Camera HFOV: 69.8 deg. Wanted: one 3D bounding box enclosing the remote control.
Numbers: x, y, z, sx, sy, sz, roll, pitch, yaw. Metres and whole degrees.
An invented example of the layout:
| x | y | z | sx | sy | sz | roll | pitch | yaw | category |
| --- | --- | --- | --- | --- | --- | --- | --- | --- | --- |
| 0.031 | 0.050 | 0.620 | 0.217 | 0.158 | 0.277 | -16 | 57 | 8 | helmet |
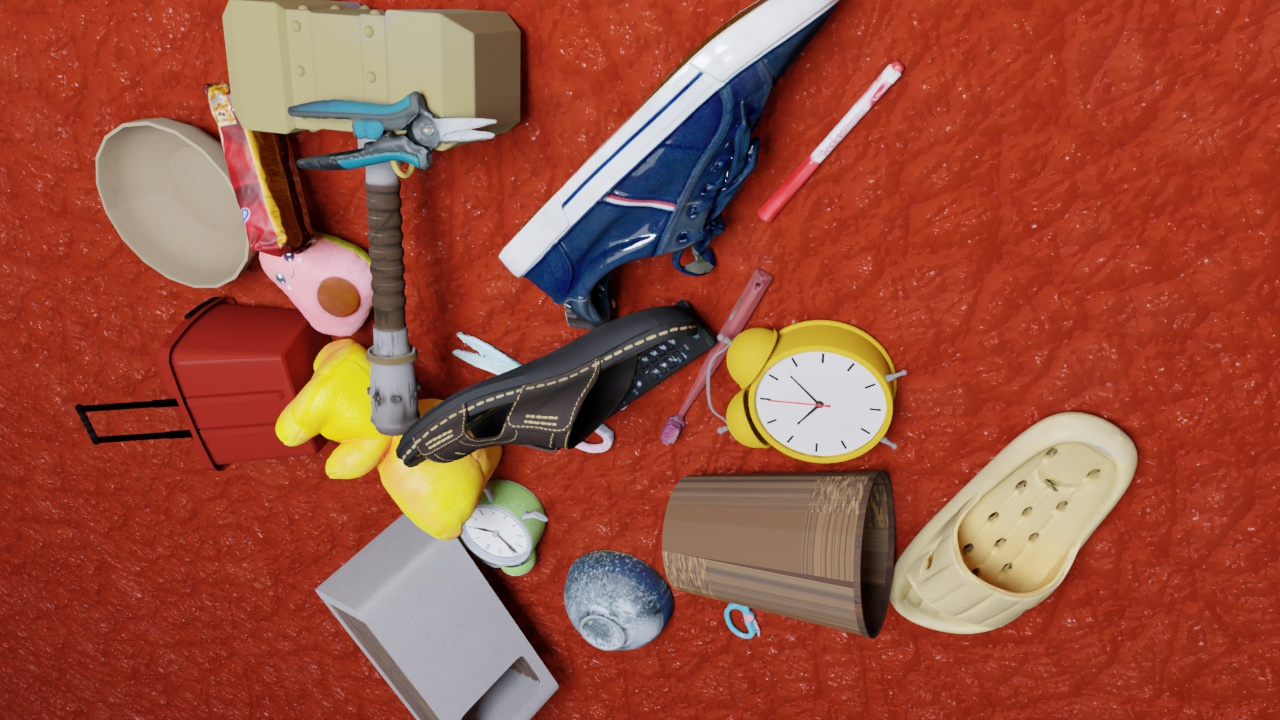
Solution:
| x | y | z | sx | sy | sz | roll | pitch | yaw | category |
| --- | --- | --- | --- | --- | --- | --- | --- | --- | --- |
| -0.005 | 0.004 | 0.766 | 0.151 | 0.022 | 0.047 | -35 | 100 | 29 | remote control |

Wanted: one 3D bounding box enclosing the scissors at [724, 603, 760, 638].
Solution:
| x | y | z | sx | sy | sz | roll | pitch | yaw | category |
| --- | --- | --- | --- | --- | --- | --- | --- | --- | --- |
| 0.118 | 0.220 | 0.874 | 0.134 | 0.015 | 0.135 | 0 | 127 | 19 | scissors |

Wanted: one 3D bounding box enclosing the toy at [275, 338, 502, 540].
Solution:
| x | y | z | sx | sy | sz | roll | pitch | yaw | category |
| --- | --- | --- | --- | --- | --- | --- | --- | --- | --- |
| -0.211 | 0.058 | 0.816 | 0.194 | 0.134 | 0.088 | 38 | 129 | -13 | toy |

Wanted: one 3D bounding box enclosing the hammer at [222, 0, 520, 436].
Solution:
| x | y | z | sx | sy | sz | roll | pitch | yaw | category |
| --- | --- | --- | --- | --- | --- | --- | --- | --- | --- |
| -0.194 | -0.094 | 0.694 | 0.190 | 0.100 | 0.325 | 9 | 113 | 15 | hammer |

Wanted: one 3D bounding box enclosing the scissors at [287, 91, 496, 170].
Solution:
| x | y | z | sx | sy | sz | roll | pitch | yaw | category |
| --- | --- | --- | --- | --- | --- | --- | --- | --- | --- |
| -0.168 | -0.152 | 0.595 | 0.142 | 0.019 | 0.128 | 41 | 117 | -2 | scissors |

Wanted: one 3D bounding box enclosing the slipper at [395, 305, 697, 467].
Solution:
| x | y | z | sx | sy | sz | roll | pitch | yaw | category |
| --- | --- | --- | --- | --- | --- | --- | --- | --- | --- |
| -0.071 | 0.035 | 0.722 | 0.268 | 0.112 | 0.075 | -24 | 87 | 17 | slipper |

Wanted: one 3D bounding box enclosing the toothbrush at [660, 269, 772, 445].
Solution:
| x | y | z | sx | sy | sz | roll | pitch | yaw | category |
| --- | --- | --- | --- | --- | --- | --- | --- | --- | --- |
| 0.058 | 0.003 | 0.753 | 0.016 | 0.016 | 0.190 | 29 | 127 | 1 | toothbrush |

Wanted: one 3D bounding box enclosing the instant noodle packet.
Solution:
| x | y | z | sx | sy | sz | roll | pitch | yaw | category |
| --- | --- | --- | --- | --- | --- | --- | --- | --- | --- |
| -0.297 | -0.148 | 0.723 | 0.039 | 0.098 | 0.135 | -14 | 99 | -6 | instant noodle packet |

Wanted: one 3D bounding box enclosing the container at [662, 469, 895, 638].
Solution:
| x | y | z | sx | sy | sz | roll | pitch | yaw | category |
| --- | --- | --- | --- | --- | --- | --- | --- | --- | --- |
| 0.115 | 0.151 | 0.766 | 0.167 | 0.131 | 0.132 | 1 | 122 | 26 | container |

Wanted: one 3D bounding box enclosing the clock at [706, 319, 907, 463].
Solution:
| x | y | z | sx | sy | sz | roll | pitch | yaw | category |
| --- | --- | --- | --- | --- | --- | --- | --- | --- | --- |
| 0.127 | 0.026 | 0.722 | 0.152 | 0.051 | 0.114 | 5 | 123 | 13 | clock |

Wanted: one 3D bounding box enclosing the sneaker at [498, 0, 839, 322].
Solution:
| x | y | z | sx | sy | sz | roll | pitch | yaw | category |
| --- | --- | --- | --- | --- | --- | --- | --- | --- | --- |
| 0.039 | -0.127 | 0.621 | 0.127 | 0.120 | 0.295 | 43 | 119 | -10 | sneaker |

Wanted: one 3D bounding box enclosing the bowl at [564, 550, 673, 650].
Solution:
| x | y | z | sx | sy | sz | roll | pitch | yaw | category |
| --- | --- | --- | --- | --- | --- | --- | --- | --- | --- |
| -0.028 | 0.253 | 0.920 | 0.114 | 0.060 | 0.114 | 9 | 125 | 13 | bowl |

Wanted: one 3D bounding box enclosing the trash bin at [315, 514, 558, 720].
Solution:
| x | y | z | sx | sy | sz | roll | pitch | yaw | category |
| --- | --- | --- | --- | --- | --- | --- | --- | --- | --- |
| -0.207 | 0.290 | 0.951 | 0.115 | 0.114 | 0.229 | 0 | 125 | 51 | trash bin |

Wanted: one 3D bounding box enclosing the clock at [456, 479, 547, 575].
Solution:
| x | y | z | sx | sy | sz | roll | pitch | yaw | category |
| --- | --- | --- | --- | --- | --- | --- | --- | --- | --- |
| -0.139 | 0.167 | 0.916 | 0.094 | 0.042 | 0.120 | 30 | 126 | 1 | clock |

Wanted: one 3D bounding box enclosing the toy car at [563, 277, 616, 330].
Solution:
| x | y | z | sx | sy | sz | roll | pitch | yaw | category |
| --- | --- | --- | --- | --- | --- | --- | --- | --- | --- |
| -0.044 | -0.065 | 0.734 | 0.040 | 0.037 | 0.092 | 8 | 124 | 15 | toy car |

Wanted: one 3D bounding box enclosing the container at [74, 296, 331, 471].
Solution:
| x | y | z | sx | sy | sz | roll | pitch | yaw | category |
| --- | --- | --- | --- | --- | --- | --- | --- | --- | --- |
| -0.398 | 0.024 | 0.867 | 0.201 | 0.126 | 0.148 | -1 | 122 | 9 | container |

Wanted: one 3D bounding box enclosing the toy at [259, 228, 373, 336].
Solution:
| x | y | z | sx | sy | sz | roll | pitch | yaw | category |
| --- | --- | --- | --- | --- | --- | --- | --- | --- | --- |
| -0.284 | -0.075 | 0.808 | 0.110 | 0.051 | 0.090 | 34 | 121 | 0 | toy |

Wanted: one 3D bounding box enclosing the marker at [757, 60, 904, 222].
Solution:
| x | y | z | sx | sy | sz | roll | pitch | yaw | category |
| --- | --- | --- | --- | --- | --- | --- | --- | --- | --- |
| 0.129 | -0.148 | 0.633 | 0.013 | 0.012 | 0.143 | 38 | 126 | -6 | marker |

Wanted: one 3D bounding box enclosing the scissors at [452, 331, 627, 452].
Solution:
| x | y | z | sx | sy | sz | roll | pitch | yaw | category |
| --- | --- | --- | --- | --- | --- | --- | --- | --- | --- |
| -0.098 | 0.030 | 0.830 | 0.179 | 0.016 | 0.103 | 17 | 124 | 8 | scissors |

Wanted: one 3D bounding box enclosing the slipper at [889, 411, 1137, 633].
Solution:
| x | y | z | sx | sy | sz | roll | pitch | yaw | category |
| --- | --- | --- | --- | --- | --- | --- | --- | --- | --- |
| 0.293 | 0.153 | 0.727 | 0.111 | 0.079 | 0.262 | 24 | 126 | 0 | slipper |

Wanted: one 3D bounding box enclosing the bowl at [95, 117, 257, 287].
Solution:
| x | y | z | sx | sy | sz | roll | pitch | yaw | category |
| --- | --- | --- | --- | --- | --- | --- | --- | --- | --- |
| -0.394 | -0.142 | 0.806 | 0.152 | 0.050 | 0.152 | 10 | 124 | 14 | bowl |
